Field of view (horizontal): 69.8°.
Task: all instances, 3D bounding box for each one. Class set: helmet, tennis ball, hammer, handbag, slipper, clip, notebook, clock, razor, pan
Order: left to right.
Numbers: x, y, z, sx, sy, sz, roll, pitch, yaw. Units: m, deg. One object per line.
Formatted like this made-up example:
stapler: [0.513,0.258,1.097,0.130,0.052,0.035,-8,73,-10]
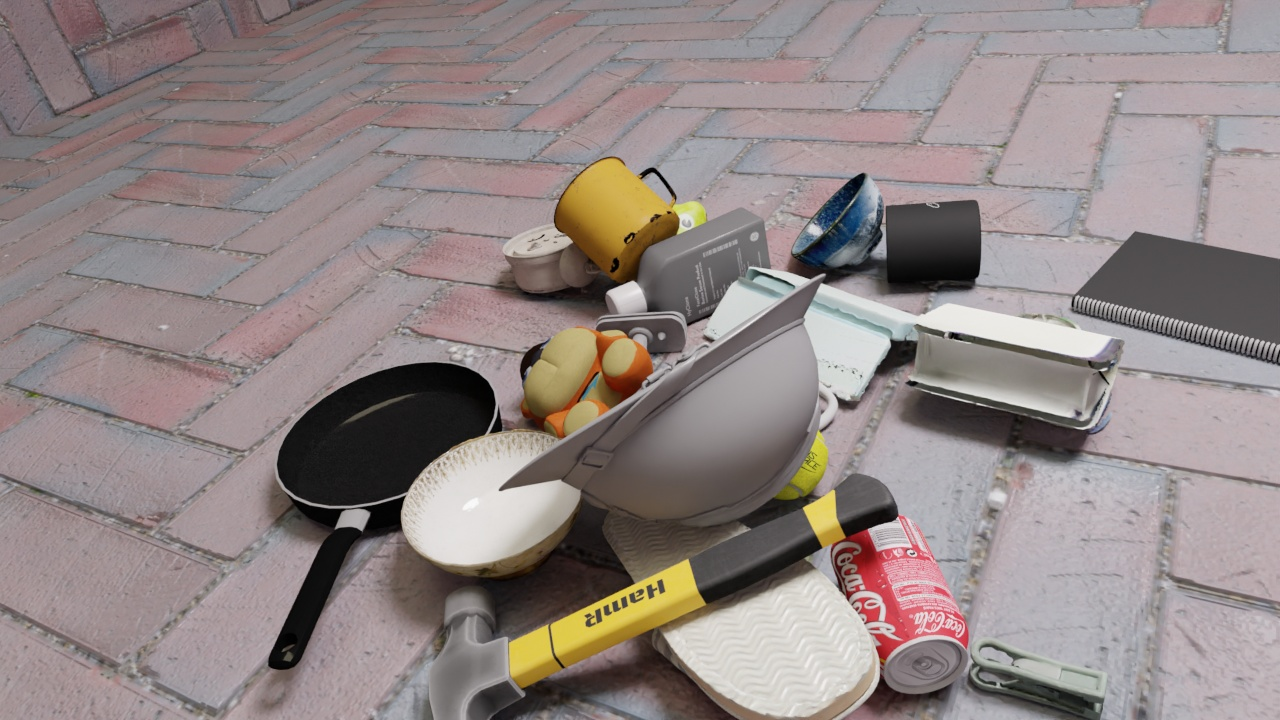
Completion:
pan: [-0.230,0.118,0.774,0.204,0.044,0.354,-6,35,9]
clock: [-0.089,-0.110,1.044,0.103,0.061,0.157,-30,31,-30]
razor: [-0.005,0.005,0.874,0.088,0.047,0.116,-3,43,13]
hammer: [0.010,0.155,0.580,0.325,0.034,0.169,-27,30,6]
helmet: [0.044,0.056,0.639,0.271,0.117,0.183,-34,-1,-9]
slipper: [0.055,0.156,0.622,0.114,0.054,0.273,-29,29,-16]
tennis ball: [0.112,0.075,0.710,0.065,0.065,0.065,-8,35,6]
handbag: [0.322,-0.001,0.770,0.151,0.074,0.175,15,24,32]
clip: [0.234,0.188,0.545,0.076,0.043,0.023,10,39,27]
notebook: [0.521,-0.059,0.820,0.207,0.016,0.148,22,46,40]

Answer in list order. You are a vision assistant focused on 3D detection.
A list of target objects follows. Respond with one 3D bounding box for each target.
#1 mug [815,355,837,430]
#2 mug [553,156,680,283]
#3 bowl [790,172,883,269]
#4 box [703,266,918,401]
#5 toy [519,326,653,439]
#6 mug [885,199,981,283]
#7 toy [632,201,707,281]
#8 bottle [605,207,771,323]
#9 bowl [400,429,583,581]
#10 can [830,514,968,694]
mug: [0.112,0.029,0.785,0.107,0.071,0.089,36,70,13]
mug: [-0.014,-0.152,0.966,0.123,0.101,0.094,-40,71,-15]
bowl: [0.219,-0.136,0.971,0.114,0.061,0.114,-49,7,7]
box: [0.167,-0.033,0.873,0.126,0.074,0.197,-47,41,-13]
toy: [-0.052,0.022,0.805,0.112,0.096,0.176,-60,18,-9]
mug: [0.297,-0.122,0.937,0.088,0.078,0.113,-2,10,15]
toy: [0.025,-0.125,1.022,0.118,0.043,0.092,-20,79,2]
bottle: [0.048,-0.086,0.945,0.173,0.084,0.046,-24,34,-15]
bowl: [-0.107,0.123,0.711,0.145,0.063,0.145,-7,34,5]
can: [0.164,0.152,0.584,0.064,0.064,0.104,-11,34,1]
